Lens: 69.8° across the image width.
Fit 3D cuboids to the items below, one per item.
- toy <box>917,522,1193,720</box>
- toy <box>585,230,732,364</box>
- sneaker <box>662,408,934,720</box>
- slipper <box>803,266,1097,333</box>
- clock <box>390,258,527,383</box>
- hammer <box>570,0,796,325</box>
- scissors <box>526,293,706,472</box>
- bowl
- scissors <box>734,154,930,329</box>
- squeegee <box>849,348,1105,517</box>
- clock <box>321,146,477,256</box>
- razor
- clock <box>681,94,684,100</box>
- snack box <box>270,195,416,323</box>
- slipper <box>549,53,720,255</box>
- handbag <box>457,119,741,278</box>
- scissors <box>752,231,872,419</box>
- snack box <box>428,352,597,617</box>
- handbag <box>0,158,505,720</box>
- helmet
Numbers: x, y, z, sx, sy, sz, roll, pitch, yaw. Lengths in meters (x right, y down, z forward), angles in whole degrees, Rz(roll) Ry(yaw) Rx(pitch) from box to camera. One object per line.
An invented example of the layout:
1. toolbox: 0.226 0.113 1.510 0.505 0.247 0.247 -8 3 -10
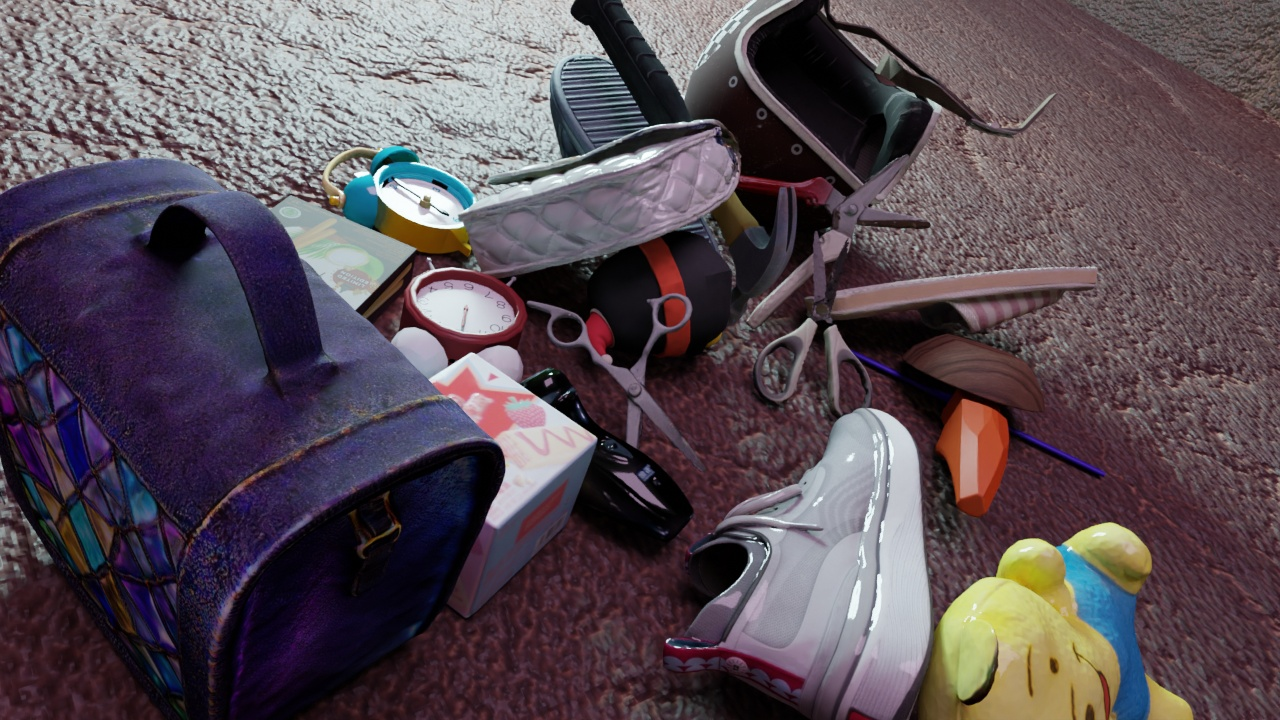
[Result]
1. toy: 0.214 0.174 0.490 0.213 0.084 0.149 -14 90 -42
2. toy: 0.007 -0.046 0.678 0.119 0.100 0.097 -15 87 -14
3. sneaker: 0.096 0.107 0.540 0.129 0.097 0.262 12 30 10
4. slipper: 0.273 -0.049 0.808 0.262 0.052 0.115 -6 2 -10
5. clock: -0.121 -0.017 0.618 0.087 0.044 0.124 11 37 -13
6. hammer: 0.027 -0.196 0.757 0.025 0.118 0.332 -10 62 -39
7. scissors: -0.017 0.012 0.611 0.165 0.014 0.141 20 74 16
8. bowl: 0.281 0.004 0.760 0.119 0.032 0.119 17 13 -4
9. scissors: 0.140 -0.106 0.774 0.199 0.179 0.015 16 -4 0
10. squeegee: 0.251 0.061 0.694 0.249 0.055 0.184 26 29 6
11. clock: -0.185 -0.128 0.727 0.129 0.044 0.098 26 37 -7
12. razor: -0.027 0.055 0.559 0.140 0.064 0.052 34 40 17
13. clock: 0.036 -0.251 0.979 0.125 0.052 0.089 -12 47 -40
14. snack box: -0.236 -0.038 0.598 0.101 0.032 0.185 23 37 2
15. slipper: -0.019 -0.155 0.819 0.101 0.083 0.263 -12 68 -37
16. handbag: -0.035 -0.124 0.686 0.195 0.072 0.138 -8 20 35
17. scissors: 0.136 -0.026 0.725 0.153 0.013 0.163 -21 76 -18
18. snack box: -0.094 0.064 0.502 0.095 0.080 0.092 33 38 15
19. handbag: -0.174 0.030 0.387 0.205 0.223 0.125 39 41 23
20. helmet: 0.171 -0.241 0.866 0.233 0.254 0.233 36 15 -24
